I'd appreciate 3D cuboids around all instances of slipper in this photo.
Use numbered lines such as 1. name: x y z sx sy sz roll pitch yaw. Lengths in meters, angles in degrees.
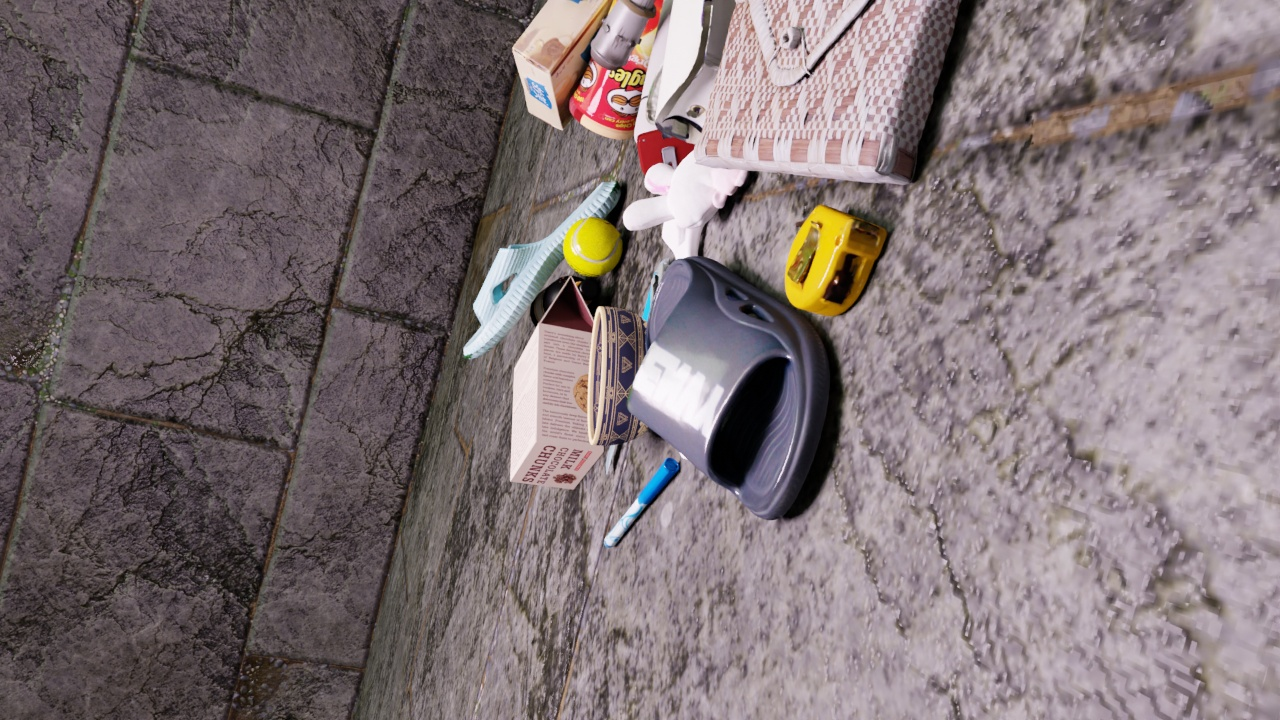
1. slipper: -0.129 -0.118 1.088 0.276 0.069 0.116 -49 8 3
2. slipper: 0.036 -0.006 0.591 0.268 0.083 0.111 -120 48 -61

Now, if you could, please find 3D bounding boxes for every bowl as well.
1. bowl: -0.007 0.014 0.745 0.112 0.061 0.112 -178 91 -82

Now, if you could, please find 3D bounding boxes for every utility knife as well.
1. utility knife: -0.005 0.005 0.844 0.031 0.015 0.207 -151 75 -77

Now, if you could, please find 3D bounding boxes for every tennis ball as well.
1. tennis ball: -0.053 -0.125 1.011 0.065 0.065 0.065 -166 91 -73

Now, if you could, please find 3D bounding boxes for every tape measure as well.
1. tape measure: 0.103 -0.056 0.517 0.068 0.030 0.059 -121 49 -68
2. tape measure: 0.029 -0.185 0.834 0.019 0.059 0.051 -113 10 -64

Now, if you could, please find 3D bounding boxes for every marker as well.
1. marker: -0.002 0.119 0.742 0.142 0.013 0.013 123 156 -47

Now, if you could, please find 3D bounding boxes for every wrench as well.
1. wrench: 0.039 -0.041 0.737 0.066 0.018 0.272 124 153 -49

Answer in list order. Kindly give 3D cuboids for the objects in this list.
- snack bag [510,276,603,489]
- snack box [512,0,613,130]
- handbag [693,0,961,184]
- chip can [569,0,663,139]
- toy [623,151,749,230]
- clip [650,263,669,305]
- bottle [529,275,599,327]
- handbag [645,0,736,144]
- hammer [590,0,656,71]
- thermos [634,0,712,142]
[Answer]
1. snack bag: -0.089 0.020 0.975 0.095 0.069 0.206 127 148 -51
2. snack box: -0.060 -0.390 1.072 0.207 0.055 0.153 -55 -6 -7
3. handbag: 0.098 -0.170 0.533 0.186 0.047 0.124 26 105 58
4. chip can: -0.003 -0.358 1.013 0.086 0.087 0.214 -95 26 -48
5. toy: 0.044 -0.139 0.735 0.126 0.037 0.075 -7 55 43
6. clip: 0.020 -0.048 0.792 0.043 0.023 0.075 120 159 -48
7. bottle: -0.083 -0.069 1.076 0.182 0.059 0.059 163 120 -71
8. handbag: 0.053 -0.250 0.761 0.176 0.074 0.151 142 139 -63
9. hammer: 0.044 -0.391 0.791 0.326 0.100 0.189 -52 28 39
10. thermos: 0.040 -0.310 0.887 0.052 0.052 0.224 178 106 -73
